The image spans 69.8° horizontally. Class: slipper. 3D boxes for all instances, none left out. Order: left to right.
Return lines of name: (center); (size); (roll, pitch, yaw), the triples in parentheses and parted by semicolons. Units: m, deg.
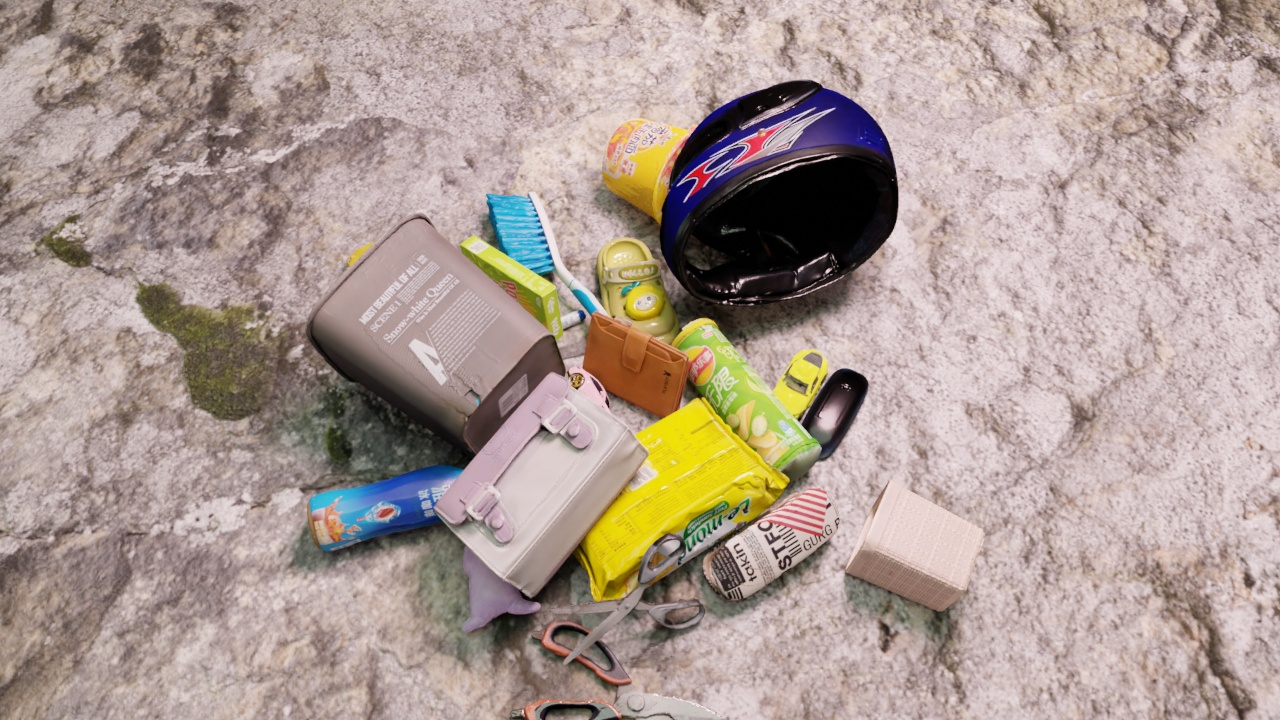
slipper: (-0.011, -0.098, 1.181); (0.091, 0.082, 0.190); (-14, 55, -5)

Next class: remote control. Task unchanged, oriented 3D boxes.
remote control: (0.233, 0.059, 1.105); (0.053, 0.024, 0.136); (26, 61, 18)

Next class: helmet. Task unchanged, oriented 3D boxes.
helmet: (0.155, -0.216, 1.159); (0.315, 0.248, 0.240); (-18, 40, -7)

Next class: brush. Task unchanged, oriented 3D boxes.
brush: (-0.119, -0.118, 1.202); (0.109, 0.061, 0.314); (-12, 53, -13)

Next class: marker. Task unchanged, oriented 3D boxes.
marker: (-0.138, -0.032, 1.177); (0.145, 0.017, 0.017); (-24, 59, -14)

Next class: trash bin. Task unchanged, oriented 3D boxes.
trash bin: (-0.222, -0.014, 1.057); (0.220, 0.199, 0.198); (36, 74, 18)

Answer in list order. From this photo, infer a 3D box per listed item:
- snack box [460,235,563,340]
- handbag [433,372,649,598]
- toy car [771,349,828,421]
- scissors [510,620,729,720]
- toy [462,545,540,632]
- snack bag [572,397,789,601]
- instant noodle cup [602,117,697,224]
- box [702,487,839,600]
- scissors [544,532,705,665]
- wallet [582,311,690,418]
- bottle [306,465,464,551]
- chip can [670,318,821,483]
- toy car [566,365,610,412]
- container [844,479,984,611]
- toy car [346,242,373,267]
snack box: (-0.163, -0.090, 1.161); (0.156, 0.086, 0.026); (33, 58, 29)
handbag: (-0.109, 0.123, 0.964); (0.145, 0.098, 0.196); (31, 76, 39)
toy car: (0.193, 0.029, 1.121); (0.048, 0.032, 0.105); (27, 63, 17)
scissors: (-0.027, 0.343, 0.930); (0.221, 0.015, 0.189); (-16, 58, -11)
toy: (-0.156, 0.231, 0.990); (0.084, 0.039, 0.108); (-12, 53, -5)
snack bag: (0.018, 0.145, 1.012); (0.246, 0.068, 0.158); (-30, 50, -14)
instant noodle cup: (0.022, -0.266, 1.264); (0.110, 0.138, 0.137); (31, 62, 28)
box: (0.142, 0.202, 1.006); (0.163, 0.081, 0.075); (-32, 93, -20)
scissors: (-0.009, 0.251, 0.942); (0.181, 0.159, 0.014); (-55, 24, 1)
wallet: (-0.006, 0.006, 1.097); (0.132, 0.108, 0.031); (26, 41, 16)
bottle: (-0.255, 0.155, 1.025); (0.218, 0.065, 0.065); (-14, 58, -8)
chip can: (0.122, 0.049, 1.085); (0.072, 0.073, 0.221); (-29, 61, -17)
toy car: (-0.051, 0.057, 1.093); (0.037, 0.056, 0.122); (-28, 60, -10)
container: (0.292, 0.201, 0.974); (0.111, 0.090, 0.089); (25, 60, 13)
toy car: (-0.331, -0.110, 1.217); (0.156, 0.041, 0.071); (39, 64, 25)
